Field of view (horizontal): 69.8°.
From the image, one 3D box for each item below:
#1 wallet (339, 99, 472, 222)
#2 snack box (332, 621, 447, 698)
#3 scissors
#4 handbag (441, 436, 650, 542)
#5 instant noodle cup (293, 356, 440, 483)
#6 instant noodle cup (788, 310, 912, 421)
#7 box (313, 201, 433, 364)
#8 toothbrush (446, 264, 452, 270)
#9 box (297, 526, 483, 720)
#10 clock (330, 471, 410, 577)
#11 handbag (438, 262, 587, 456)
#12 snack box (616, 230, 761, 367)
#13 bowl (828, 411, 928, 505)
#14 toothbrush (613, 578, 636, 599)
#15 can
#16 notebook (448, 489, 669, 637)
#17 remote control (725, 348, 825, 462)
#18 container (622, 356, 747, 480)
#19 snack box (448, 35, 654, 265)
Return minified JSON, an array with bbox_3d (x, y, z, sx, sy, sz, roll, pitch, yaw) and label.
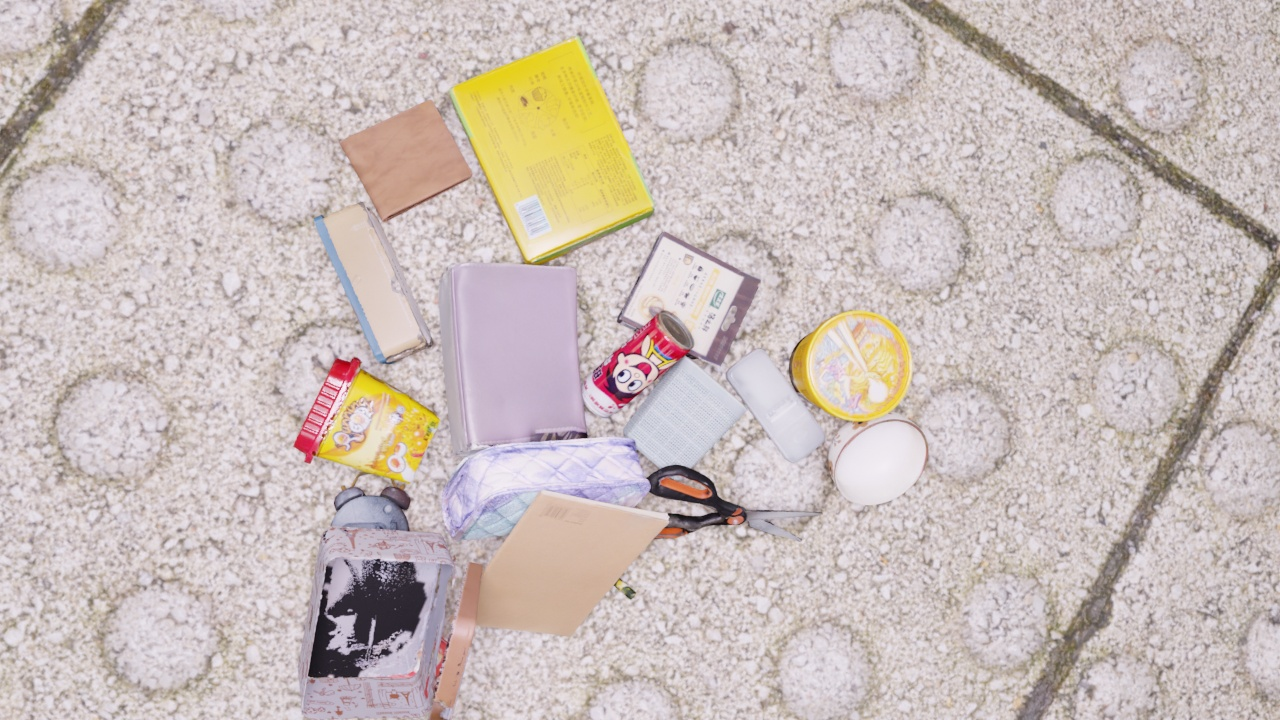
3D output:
[{"bbox_3d":[-0.261,-0.224,1.028,0.115,0.020,0.101,-28,91,-9],"label":"wallet"},{"bbox_3d":[-0.280,0.306,1.006,0.153,0.025,0.075,39,83,-4],"label":"snack box"},{"bbox_3d":[0.087,0.167,1.014,0.222,0.211,0.021,-13,47,10],"label":"scissors"},{"bbox_3d":[-0.096,0.131,0.951,0.193,0.135,0.075,0,57,-31],"label":"handbag"},{"bbox_3d":[-0.287,0.068,0.975,0.123,0.116,0.116,26,85,-17],"label":"instant noodle cup"},{"bbox_3d":[0.226,0.008,1.028,0.118,0.114,0.118,0,88,-7],"label":"instant noodle cup"},{"bbox_3d":[-0.286,-0.087,0.986,0.059,0.090,0.184,-26,89,-6],"label":"box"},{"bbox_3d":[-0.194,-0.020,1.031,0.015,0.018,0.181,-12,91,-12],"label":"toothbrush"},{"bbox_3d":[-0.234,0.283,0.876,0.156,0.193,0.183,8,101,-22],"label":"box"},{"bbox_3d":[-0.290,0.177,0.989,0.082,0.055,0.121,0,72,-12],"label":"clock"},{"bbox_3d":[-0.136,-0.001,0.987,0.144,0.099,0.197,-2,81,-22],"label":"handbag"},{"bbox_3d":[0.054,-0.068,1.041,0.125,0.053,0.113,27,86,-6],"label":"snack box"},{"bbox_3d":[0.263,0.102,1.047,0.113,0.062,0.114,-5,118,-11],"label":"bowl"},{"bbox_3d":[-0.075,0.205,1.039,0.186,0.012,0.017,42,79,-4],"label":"toothbrush"},{"bbox_3d":[-0.006,0.006,1.004,0.133,0.053,0.053,-41,93,24],"label":"can"},{"bbox_3d":[-0.086,0.216,0.949,0.149,0.012,0.212,17,124,-31],"label":"notebook"},{"bbox_3d":[0.157,0.053,1.066,0.056,0.020,0.136,-37,92,-7],"label":"remote control"},{"bbox_3d":[0.045,0.066,1.020,0.090,0.090,0.111,40,87,-4],"label":"container"},{"bbox_3d":[-0.097,-0.228,1.020,0.157,0.070,0.210,-25,91,-7],"label":"snack box"}]
